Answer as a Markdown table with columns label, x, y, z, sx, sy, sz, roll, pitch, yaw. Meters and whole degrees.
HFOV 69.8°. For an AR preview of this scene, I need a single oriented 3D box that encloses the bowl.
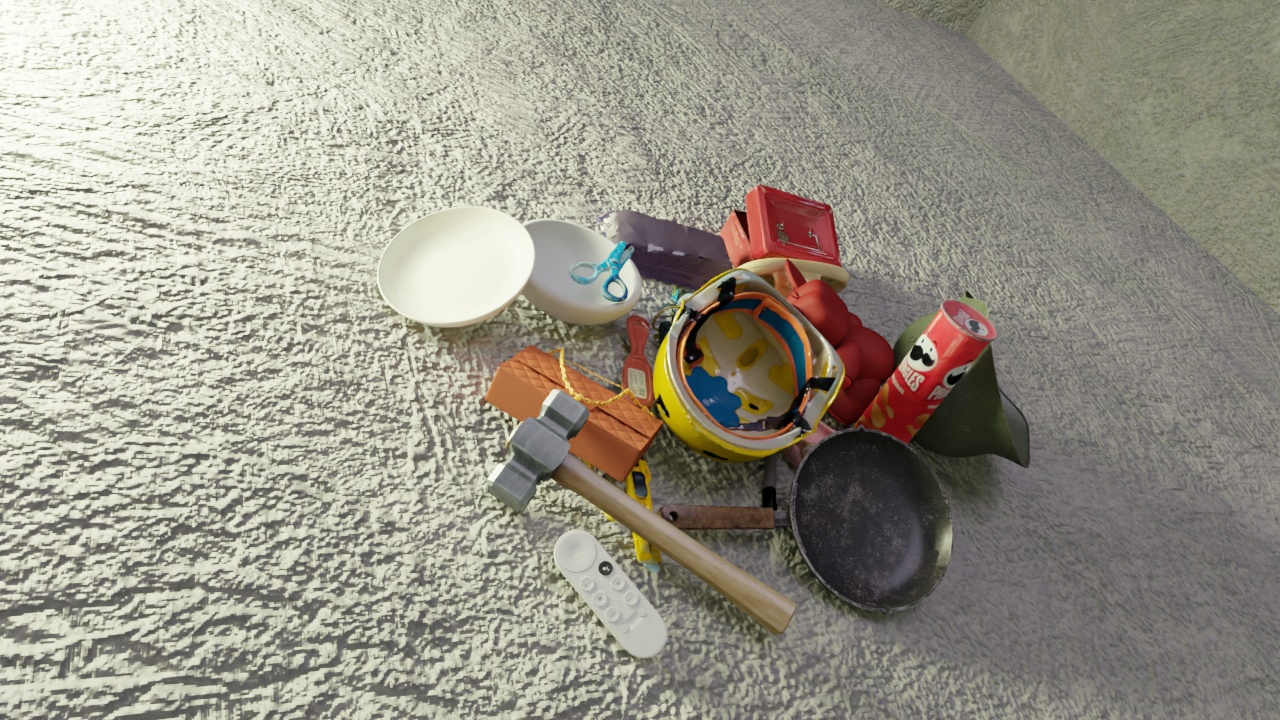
| label | x | y | z | sx | sy | sz | roll | pitch | yaw |
| --- | --- | --- | --- | --- | --- | --- | --- | --- | --- |
| bowl | -0.090 | -0.100 | 1.155 | 0.176 | 0.066 | 0.176 | 18 | 38 | -15 |

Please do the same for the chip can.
| label | x | y | z | sx | sy | sz | roll | pitch | yaw |
| --- | --- | --- | --- | --- | --- | --- | --- | --- | --- |
| chip can | 0.340 | 0.037 | 1.136 | 0.073 | 0.234 | 0.073 | 18 | 35 | -14 |

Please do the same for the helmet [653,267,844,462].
| label | x | y | z | sx | sy | sz | roll | pitch | yaw |
| --- | --- | --- | --- | --- | --- | --- | --- | --- | --- |
| helmet | 0.102 | 0.029 | 1.073 | 0.209 | 0.140 | 0.239 | 44 | 56 | 2 |

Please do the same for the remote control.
| label | x | y | z | sx | sy | sz | roll | pitch | yaw |
| --- | --- | --- | --- | --- | --- | --- | --- | --- | --- |
| remote control | -0.028 | 0.213 | 0.838 | 0.043 | 0.013 | 0.136 | -39 | 79 | -17 |

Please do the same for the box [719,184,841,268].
| label | x | y | z | sx | sy | sz | roll | pitch | yaw |
| --- | --- | --- | --- | --- | --- | --- | --- | --- | --- |
| box | 0.219 | -0.177 | 1.445 | 0.157 | 0.123 | 0.136 | 12 | 58 | -27 |

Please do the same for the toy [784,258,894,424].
| label | x | y | z | sx | sy | sz | roll | pitch | yaw |
| --- | --- | --- | --- | --- | --- | --- | --- | --- | --- |
| toy | 0.247 | -0.027 | 1.225 | 0.197 | 0.121 | 0.158 | 44 | 35 | -18 |

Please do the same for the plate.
| label | x | y | z | sx | sy | sz | roll | pitch | yaw |
| --- | --- | --- | --- | --- | --- | --- | --- | --- | --- |
| plate | -0.210 | -0.103 | 1.063 | 0.182 | 0.034 | 0.182 | -2 | 54 | 3 |

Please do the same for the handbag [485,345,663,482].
| label | x | y | z | sx | sy | sz | roll | pitch | yaw |
| --- | --- | --- | --- | --- | --- | --- | --- | --- | --- |
| handbag | -0.064 | 0.045 | 0.995 | 0.172 | 0.060 | 0.108 | 30 | 23 | 7 |

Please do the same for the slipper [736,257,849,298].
| label | x | y | z | sx | sy | sz | roll | pitch | yaw |
| --- | --- | --- | --- | --- | --- | --- | --- | --- | --- |
| slipper | 0.216 | -0.091 | 1.334 | 0.260 | 0.112 | 0.079 | -4 | 69 | -42 |

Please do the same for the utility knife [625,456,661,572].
| label | x | y | z | sx | sy | sz | roll | pitch | yaw |
| --- | --- | --- | --- | --- | --- | --- | --- | --- | --- |
| utility knife | 0.003 | 0.156 | 0.956 | 0.030 | 0.017 | 0.155 | 6 | 44 | -15 |

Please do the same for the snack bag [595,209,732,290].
| label | x | y | z | sx | sy | sz | roll | pitch | yaw |
| --- | --- | --- | --- | --- | --- | --- | --- | --- | --- |
| snack bag | 0.039 | -0.160 | 1.321 | 0.205 | 0.059 | 0.096 | 12 | 40 | -23 |

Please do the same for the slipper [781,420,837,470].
| label | x | y | z | sx | sy | sz | roll | pitch | yaw |
| --- | --- | --- | --- | --- | --- | --- | --- | --- | --- |
| slipper | 0.242 | 0.120 | 1.102 | 0.093 | 0.082 | 0.197 | -15 | 52 | -42 |

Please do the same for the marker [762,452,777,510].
| label | x | y | z | sx | sy | sz | roll | pitch | yaw |
| --- | --- | --- | --- | --- | --- | --- | --- | --- | --- |
| marker | 0.154 | 0.140 | 1.077 | 0.022 | 0.016 | 0.138 | 51 | 28 | -24 |

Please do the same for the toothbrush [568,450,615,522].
| label | x | y | z | sx | sy | sz | roll | pitch | yaw |
| --- | --- | --- | --- | --- | --- | --- | --- | --- | --- |
| toothbrush | -0.058 | 0.113 | 0.964 | 0.021 | 0.016 | 0.135 | -5 | 48 | -41 |

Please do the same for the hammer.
| label | x | y | z | sx | sy | sz | roll | pitch | yaw |
| --- | --- | --- | --- | --- | --- | --- | --- | --- | --- |
| hammer | 0.009 | 0.162 | 0.894 | 0.323 | 0.051 | 0.117 | 34 | 68 | 2 |

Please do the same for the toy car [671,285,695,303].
| label | x | y | z | sx | sy | sz | roll | pitch | yaw |
| --- | --- | --- | --- | --- | --- | --- | --- | --- | --- |
| toy car | 0.068 | -0.080 | 1.241 | 0.048 | 0.032 | 0.105 | 13 | 7 | -8 |

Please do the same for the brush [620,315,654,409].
| label | x | y | z | sx | sy | sz | roll | pitch | yaw |
| --- | --- | --- | --- | --- | --- | --- | --- | --- | --- |
| brush | -0.007 | 0.006 | 1.114 | 0.041 | 0.030 | 0.172 | 17 | 38 | -14 |

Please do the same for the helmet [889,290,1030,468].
| label | x | y | z | sx | sy | sz | roll | pitch | yaw |
| --- | --- | --- | --- | --- | --- | --- | --- | --- | --- |
| helmet | 0.422 | 0.028 | 1.250 | 0.227 | 0.154 | 0.267 | 57 | 35 | -33 |

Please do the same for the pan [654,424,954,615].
| label | x | y | z | sx | sy | sz | roll | pitch | yaw |
| --- | --- | --- | --- | --- | --- | --- | --- | --- | --- |
| pan | 0.179 | 0.173 | 0.997 | 0.356 | 0.040 | 0.207 | 3 | 69 | -16 |

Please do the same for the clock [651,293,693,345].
| label | x | y | z | sx | sy | sz | roll | pitch | yaw |
| --- | --- | --- | --- | --- | --- | --- | --- | --- | --- |
| clock | 0.074 | -0.045 | 1.182 | 0.129 | 0.090 | 0.052 | 14 | 44 | -25 |

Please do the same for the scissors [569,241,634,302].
| label | x | y | z | sx | sy | sz | roll | pitch | yaw |
| --- | --- | --- | --- | --- | --- | --- | --- | --- | --- |
| scissors | -0.030 | -0.113 | 1.145 | 0.083 | 0.015 | 0.140 | 32 | 34 | 8 |
